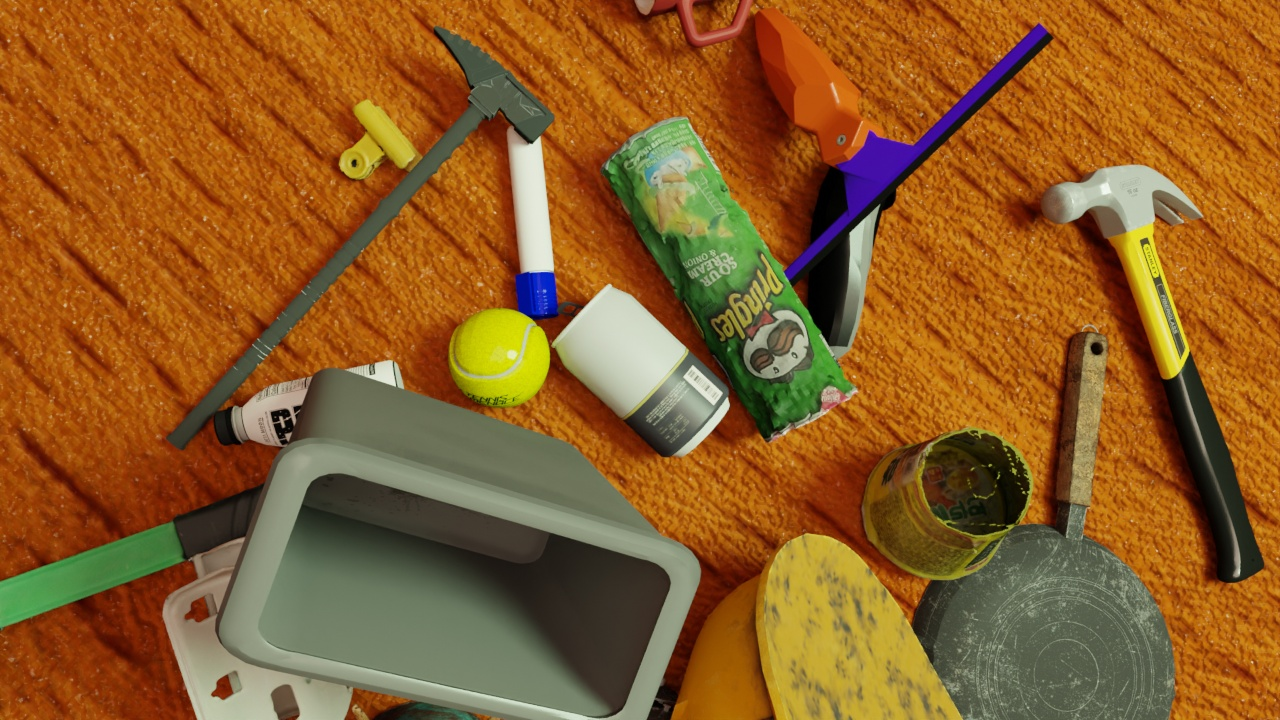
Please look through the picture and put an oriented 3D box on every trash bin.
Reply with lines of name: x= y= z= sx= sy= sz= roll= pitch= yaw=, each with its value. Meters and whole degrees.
trash bin: x=-0.100 y=0.086 z=0.488 sx=0.191 sy=0.220 sz=0.097 roll=20 pitch=92 yaw=-19

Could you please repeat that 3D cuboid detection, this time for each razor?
razor: x=0.146 y=-0.078 z=0.654 sx=0.060 sy=0.057 sz=0.156 roll=25 pitch=78 yaw=-38

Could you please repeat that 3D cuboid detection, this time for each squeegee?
squeegee: x=0.121 y=-0.183 z=0.630 sx=0.055 sy=0.250 sz=0.184 roll=11 pitch=45 yaw=-41

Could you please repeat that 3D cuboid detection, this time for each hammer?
hammer: x=-0.198 y=-0.073 z=0.599 sx=0.095 sy=0.015 sz=0.324 roll=42 pitch=86 yaw=-11
hammer: x=0.403 y=0.008 z=0.688 sx=0.126 sy=0.029 sz=0.323 roll=-20 pitch=91 yaw=-22
hammer: x=-0.289 y=0.112 z=0.575 sx=0.318 sy=0.032 sz=0.130 roll=-19 pitch=87 yaw=-11

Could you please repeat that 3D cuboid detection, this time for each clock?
clock: x=-0.004 y=0.263 z=0.595 sx=0.091 sy=0.044 sz=0.122 roll=-17 pitch=87 yaw=-10
clock: x=-0.137 y=0.293 z=0.557 sx=0.121 sy=0.073 sz=0.157 roll=4 pitch=84 yaw=-8

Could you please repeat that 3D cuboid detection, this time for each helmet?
helmet: x=0.102 y=0.241 z=0.563 sx=0.132 sy=0.204 sz=0.255 roll=-29 pitch=104 yaw=32

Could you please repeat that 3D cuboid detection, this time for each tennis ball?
tennis ball: x=-0.092 y=-0.002 z=0.599 sx=0.065 sy=0.065 sz=0.065 roll=1 pitch=84 yaw=-9

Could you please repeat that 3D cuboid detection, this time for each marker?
marker: x=-0.076 y=-0.095 z=0.631 sx=0.027 sy=0.023 sz=0.133 roll=0 pitch=82 yaw=-51

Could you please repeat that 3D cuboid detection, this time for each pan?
pan: x=0.307 y=0.145 z=0.661 sx=0.207 sy=0.040 sz=0.356 roll=12 pitch=84 yaw=-7

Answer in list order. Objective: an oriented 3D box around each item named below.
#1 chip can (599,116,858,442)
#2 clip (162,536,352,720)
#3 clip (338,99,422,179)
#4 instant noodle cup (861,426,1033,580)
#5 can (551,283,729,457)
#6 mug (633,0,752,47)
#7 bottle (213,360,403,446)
chip can: x=0.057 y=-0.057 z=0.619 sx=0.075 sy=0.075 sz=0.223 roll=-31 pitch=87 yaw=-11
clip: x=-0.211 y=0.163 z=0.559 sx=0.150 sy=0.110 sz=0.127 roll=-29 pitch=113 yaw=-53
clip: x=-0.180 y=-0.144 z=0.621 sx=0.054 sy=0.046 sz=0.048 roll=51 pitch=54 yaw=-2
instant noodle cup: x=0.204 y=0.090 z=0.603 sx=0.102 sy=0.108 sz=0.102 roll=-1 pitch=71 yaw=3
can: x=-0.004 y=0.004 z=0.613 sx=0.127 sy=0.064 sz=0.064 roll=43 pitch=79 yaw=-2
mug: x=0.046 y=-0.282 z=0.645 sx=0.096 sy=0.080 sz=0.116 roll=-18 pitch=93 yaw=-10
bottle: x=-0.211 y=0.031 z=0.589 sx=0.116 sy=0.041 sz=0.041 roll=-12 pitch=86 yaw=-10
